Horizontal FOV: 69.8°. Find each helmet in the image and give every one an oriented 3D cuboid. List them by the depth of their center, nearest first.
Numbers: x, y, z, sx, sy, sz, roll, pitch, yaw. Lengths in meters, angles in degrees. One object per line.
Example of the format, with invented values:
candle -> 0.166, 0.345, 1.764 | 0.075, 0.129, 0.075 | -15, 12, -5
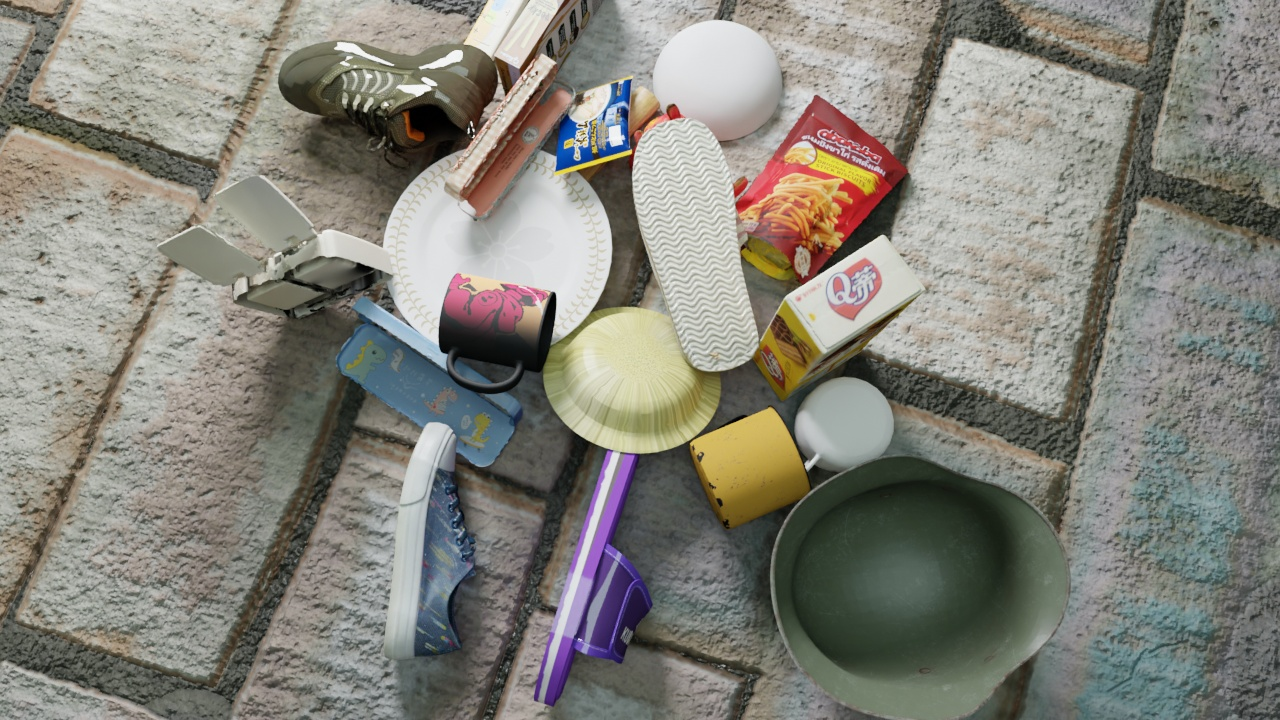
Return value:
helmet -> 0.254, 0.209, 0.869 | 0.268, 0.154, 0.226 | -10, 77, 3

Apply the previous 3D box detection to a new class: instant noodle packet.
instant noodle packet -> -0.049, -0.257, 0.999 | 0.087, 0.026, 0.134 | -13, 51, 17

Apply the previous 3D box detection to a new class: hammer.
hammer -> -0.096, -0.179, 1.018 | 0.132, 0.033, 0.330 | 40, 80, 10

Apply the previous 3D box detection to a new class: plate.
plate -> -0.006, 0.005, 0.936 | 0.184, 0.036, 0.184 | 4, 53, -6
plate -> -0.152, -0.117, 0.979 | 0.242, 0.016, 0.242 | 0, 77, 0

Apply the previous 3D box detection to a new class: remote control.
remote control -> -0.168, -0.395, 1.071 | 0.038, 0.018, 0.125 | 26, 81, 6

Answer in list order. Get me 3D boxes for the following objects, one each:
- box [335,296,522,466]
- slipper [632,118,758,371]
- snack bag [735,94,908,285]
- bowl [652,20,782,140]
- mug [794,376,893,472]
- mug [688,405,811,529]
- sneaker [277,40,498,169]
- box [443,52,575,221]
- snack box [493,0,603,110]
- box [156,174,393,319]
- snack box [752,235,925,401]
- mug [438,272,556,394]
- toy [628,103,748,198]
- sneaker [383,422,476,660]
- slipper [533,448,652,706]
box -> -0.225, 0.022, 0.953 | 0.209, 0.073, 0.085 | 33, 84, 7
slipper -> 0.059, -0.116, 0.943 | 0.115, 0.052, 0.263 | -11, 84, -6
snack bag -> 0.190, -0.185, 1.017 | 0.139, 0.067, 0.207 | 37, 71, 13
bowl -> 0.089, -0.327, 1.042 | 0.149, 0.043, 0.149 | 0, 78, 0
mug -> 0.201, 0.074, 0.942 | 0.094, 0.068, 0.115 | 41, 81, 8
mug -> 0.104, 0.103, 0.929 | 0.094, 0.100, 0.123 | -22, 38, -3
sneaker -> -0.276, -0.259, 0.990 | 0.238, 0.101, 0.142 | 1, 67, 5
box -> -0.137, -0.236, 0.971 | 0.071, 0.056, 0.187 | 38, 79, -24
snack box -> -0.094, -0.379, 1.024 | 0.031, 0.101, 0.185 | 29, 79, 6
box -> -0.356, -0.103, 0.909 | 0.145, 0.187, 0.058 | -19, 65, 20
snack box -> 0.181, -0.032, 0.882 | 0.110, 0.230, 0.061 | -32, 79, -7
mug -> -0.143, -0.022, 0.899 | 0.098, 0.082, 0.117 | 11, 62, 2
toy -> 0.051, -0.214, 0.992 | 0.133, 0.094, 0.088 | 32, 76, 7
sneaker -> -0.200, 0.180, 0.914 | 0.079, 0.087, 0.235 | 7, 82, -5
slipper -> -0.024, 0.211, 0.899 | 0.084, 0.107, 0.266 | 16, 74, 3
